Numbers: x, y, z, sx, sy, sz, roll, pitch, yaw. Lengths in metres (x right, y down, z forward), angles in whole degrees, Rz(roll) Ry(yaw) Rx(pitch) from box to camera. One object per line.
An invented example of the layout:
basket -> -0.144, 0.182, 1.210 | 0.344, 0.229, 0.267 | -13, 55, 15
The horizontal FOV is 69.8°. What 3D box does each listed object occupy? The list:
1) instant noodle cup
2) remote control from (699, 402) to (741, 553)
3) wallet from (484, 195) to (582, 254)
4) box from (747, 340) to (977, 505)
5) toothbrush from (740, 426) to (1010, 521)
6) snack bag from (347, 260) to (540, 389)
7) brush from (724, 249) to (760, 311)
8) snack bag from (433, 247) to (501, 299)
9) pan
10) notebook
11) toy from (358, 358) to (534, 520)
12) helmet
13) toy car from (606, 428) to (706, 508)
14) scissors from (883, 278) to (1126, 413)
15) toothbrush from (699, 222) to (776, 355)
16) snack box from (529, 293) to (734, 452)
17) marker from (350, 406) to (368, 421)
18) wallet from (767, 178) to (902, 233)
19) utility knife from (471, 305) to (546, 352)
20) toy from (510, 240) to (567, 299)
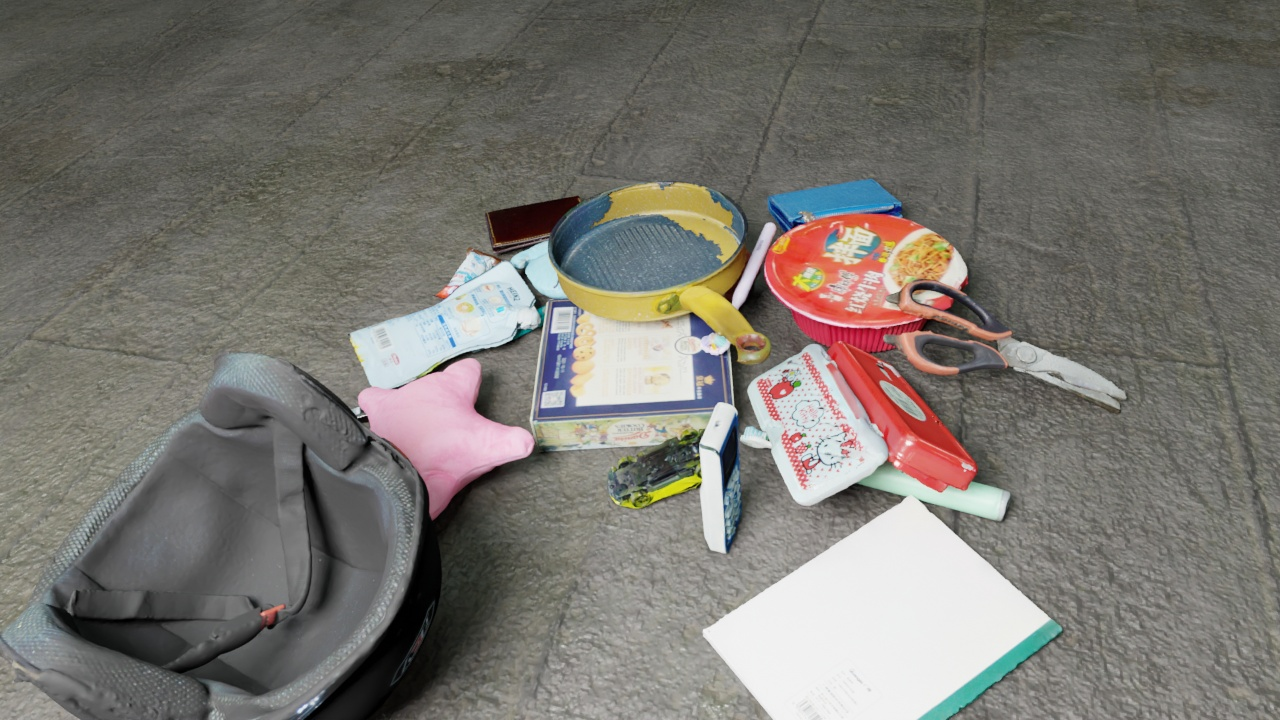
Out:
instant noodle cup -> 0.222, -0.071, 0.923 | 0.194, 0.066, 0.193 | -4, 40, 3
remote control -> 0.061, 0.093, 0.705 | 0.024, 0.125, 0.048 | 10, 43, 18
wallet -> -0.124, -0.166, 1.107 | 0.122, 0.020, 0.096 | -13, 37, -8
box -> 0.175, 0.045, 0.761 | 0.154, 0.074, 0.201 | -3, 24, -4
toothbrush -> 0.190, 0.092, 0.767 | 0.225, 0.026, 0.027 | 13, 51, 22
snack bag -> -0.199, -0.036, 0.948 | 0.190, 0.039, 0.110 | -24, 40, -15
brush -> 0.050, -0.101, 0.975 | 0.146, 0.069, 0.063 | 15, 44, 23
snack bag -> -0.193, -0.093, 1.031 | 0.048, 0.026, 0.103 | 20, 46, 8
pan -> 0.033, -0.079, 0.839 | 0.197, 0.078, 0.357 | -19, 41, -10
notebook -> 0.172, 0.194, 0.661 | 0.208, 0.012, 0.150 | -26, 46, -21
toy -> -0.200, 0.072, 0.808 | 0.178, 0.075, 0.194 | -33, 43, -13
helmet -> -0.248, 0.145, 0.607 | 0.275, 0.230, 0.232 | 14, 59, 23
toy car -> 0.023, 0.095, 0.781 | 0.105, 0.032, 0.048 | -23, 42, -1
scissors -> 0.321, 0.003, 0.815 | 0.191, 0.015, 0.207 | -25, 73, -14
toothbrush -> 0.101, -0.076, 0.895 | 0.029, 0.021, 0.188 | 8, 48, 23
snack box -> -0.005, 0.005, 0.878 | 0.182, 0.046, 0.177 | -3, 41, 4
marker -> -0.272, 0.053, 0.882 | 0.124, 0.015, 0.018 | -15, 40, -6
wallet -> 0.224, -0.174, 1.063 | 0.133, 0.040, 0.106 | -11, 32, -5
utility knife -> -0.102, -0.048, 0.977 | 0.179, 0.013, 0.029 | -28, 42, -24
toy -> -0.075, -0.101, 0.992 | 0.161, 0.050, 0.155 | 1, 29, 17
